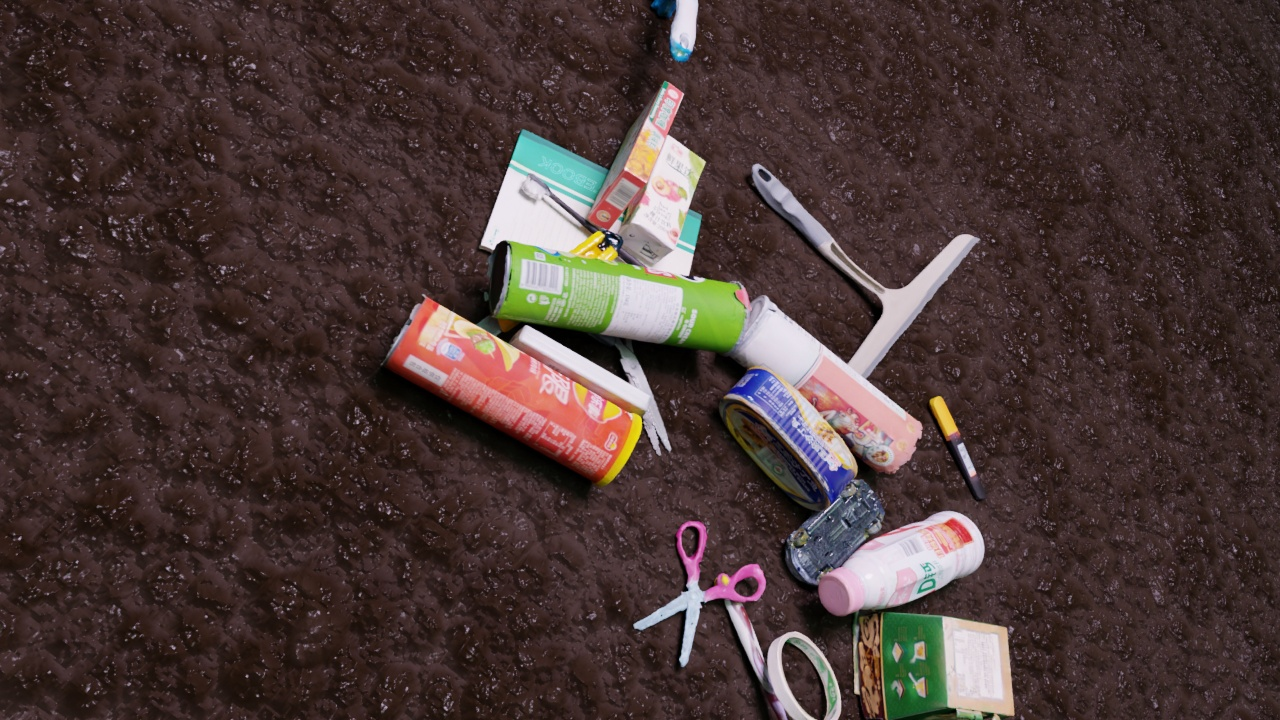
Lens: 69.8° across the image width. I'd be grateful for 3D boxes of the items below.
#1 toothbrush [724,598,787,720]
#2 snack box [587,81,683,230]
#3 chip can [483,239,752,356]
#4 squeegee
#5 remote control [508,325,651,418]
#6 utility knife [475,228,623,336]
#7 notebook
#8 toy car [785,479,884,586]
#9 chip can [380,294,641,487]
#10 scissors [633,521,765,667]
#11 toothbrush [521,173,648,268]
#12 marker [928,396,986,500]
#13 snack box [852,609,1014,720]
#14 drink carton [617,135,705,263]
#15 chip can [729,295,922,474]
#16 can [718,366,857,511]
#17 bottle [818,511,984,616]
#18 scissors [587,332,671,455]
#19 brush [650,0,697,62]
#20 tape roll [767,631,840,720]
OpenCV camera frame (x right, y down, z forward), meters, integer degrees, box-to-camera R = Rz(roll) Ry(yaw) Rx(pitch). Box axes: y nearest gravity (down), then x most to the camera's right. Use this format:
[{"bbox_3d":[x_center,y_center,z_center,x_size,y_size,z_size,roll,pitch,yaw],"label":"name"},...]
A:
[{"bbox_3d":[0.116,0.287,0.805,0.016,0.017,0.187,-9,65,-35],"label":"toothbrush"},{"bbox_3d":[-0.004,-0.203,0.903,0.027,0.077,0.155,31,48,-13],"label":"snack box"},{"bbox_3d":[-0.019,-0.055,0.824,0.235,0.072,0.072,8,67,-24],"label":"chip can"},{"bbox_3d":[0.212,-0.129,1.028,0.246,0.039,0.246,42,74,0],"label":"squeegee"},{"bbox_3d":[-0.056,0.015,0.817,0.135,0.056,0.019,30,61,-14],"label":"remote control"},{"bbox_3d":[-0.089,-0.063,0.841,0.196,0.015,0.033,-39,89,-23],"label":"utility knife"},{"bbox_3d":[-0.042,-0.128,0.909,0.209,0.012,0.150,23,61,-17],"label":"notebook"},{"bbox_3d":[0.188,0.167,0.896,0.120,0.037,0.054,-39,98,-24],"label":"toy car"},{"bbox_3d":[-0.107,0.028,0.776,0.216,0.073,0.073,30,59,-14],"label":"chip can"},{"bbox_3d":[0.047,0.201,0.819,0.133,0.017,0.124,-20,72,-24],"label":"scissors"},{"bbox_3d":[-0.040,-0.119,0.889,0.181,0.016,0.018,37,63,-8],"label":"toothbrush"},{"bbox_3d":[0.354,0.098,1.025,0.018,0.015,0.124,-21,84,-31],"label":"marker"},{"bbox_3d":[0.278,0.285,0.854,0.118,0.106,0.117,15,63,-23],"label":"snack box"},{"bbox_3d":[0.020,-0.161,0.920,0.053,0.046,0.122,30,58,-19],"label":"drink carton"},{"bbox_3d":[0.185,0.027,0.930,0.214,0.071,0.071,37,58,-10],"label":"chip can"},{"bbox_3d":[0.141,0.076,0.886,0.148,0.075,0.049,48,60,-2],"label":"can"},{"bbox_3d":[0.250,0.199,0.884,0.196,0.068,0.068,-10,75,-37],"label":"bottle"},{"bbox_3d":[-0.017,0.006,0.862,0.140,0.014,0.173,19,72,-20],"label":"scissors"},{"bbox_3d":[0.044,-0.414,1.011,0.060,0.110,0.313,24,61,-20],"label":"brush"},{"bbox_3d":[0.146,0.286,0.818,0.085,0.014,0.085,34,34,-27],"label":"tape roll"}]
